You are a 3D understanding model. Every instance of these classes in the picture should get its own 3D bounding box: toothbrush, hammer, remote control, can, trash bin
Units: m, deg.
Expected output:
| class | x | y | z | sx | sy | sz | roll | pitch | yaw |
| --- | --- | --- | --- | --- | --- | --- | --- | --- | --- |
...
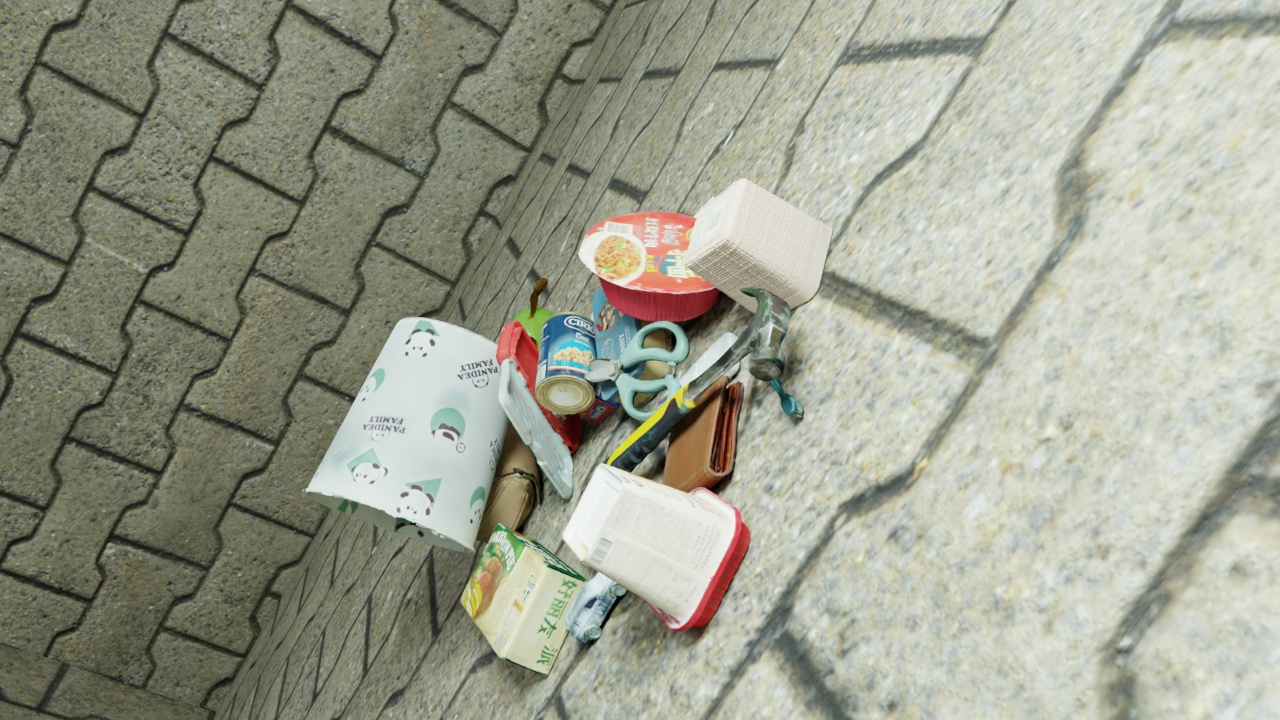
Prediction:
| class | x | y | z | sx | sy | sz | roll | pitch | yaw |
| --- | --- | --- | --- | --- | --- | --- | --- | --- | --- |
| toothbrush | 0.123 | 0.010 | 0.872 | 0.016 | 0.018 | 0.191 | -56 | 18 | 15 |
| hammer | 0.043 | 0.042 | 0.911 | 0.324 | 0.032 | 0.125 | -47 | 21 | 44 |
| remote control | 0.061 | 0.027 | 0.986 | 0.136 | 0.020 | 0.055 | -47 | 23 | 36 |
| can | -0.092 | 0.004 | 1.155 | 0.076 | 0.075 | 0.111 | -45 | 31 | 39 |
| trash bin | -0.278 | 0.096 | 1.199 | 0.230 | 0.229 | 0.251 | -21 | 46 | 61 |

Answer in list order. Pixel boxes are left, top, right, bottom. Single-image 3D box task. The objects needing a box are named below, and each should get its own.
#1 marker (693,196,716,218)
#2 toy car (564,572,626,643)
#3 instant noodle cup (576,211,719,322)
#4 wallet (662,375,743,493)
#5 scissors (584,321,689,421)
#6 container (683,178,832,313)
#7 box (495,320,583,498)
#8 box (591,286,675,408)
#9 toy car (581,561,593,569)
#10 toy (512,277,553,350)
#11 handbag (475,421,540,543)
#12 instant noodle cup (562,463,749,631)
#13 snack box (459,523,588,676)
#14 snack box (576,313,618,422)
| class | x | y | z | sx | sy | sz | roll | pitch | yaw |
| --- | --- | --- | --- | --- | --- | --- | --- | --- | --- |
| marker | 0.068 | -0.180 | 1.245 | 0.022 | 0.018 | 0.131 | -20 | -15 | -43 |
| toy car | -0.046 | 0.246 | 0.943 | 0.090 | 0.034 | 0.043 | -58 | 17 | 6 |
| instant noodle cup | 0.024 | -0.104 | 1.070 | 0.193 | 0.194 | 0.066 | -91 | 4 | -54 |
| wallet | 0.058 | 0.086 | 0.907 | 0.101 | 0.032 | 0.124 | -44 | 25 | 46 |
| scissors | -0.007 | -0.001 | 1.043 | 0.180 | 0.019 | 0.139 | 15 | 88 | 51 |
| container | 0.113 | -0.111 | 0.909 | 0.090 | 0.111 | 0.090 | -29 | 37 | 57 |
| box | -0.130 | 0.065 | 1.180 | 0.038 | 0.201 | 0.157 | -14 | 40 | 17 |
| box | -0.010 | -0.025 | 1.129 | 0.090 | 0.059 | 0.184 | -46 | 38 | 38 |
| toy car | -0.047 | 0.199 | 1.008 | 0.049 | 0.031 | 0.106 | -59 | 15 | -5 |
| toy | -0.164 | -0.007 | 1.409 | 0.247 | 0.090 | 0.226 | 106 | 166 | -59 |
| handbag | -0.203 | 0.167 | 1.328 | 0.148 | 0.099 | 0.204 | -53 | 31 | 23 |
| instant noodle cup | 0.010 | 0.153 | 0.793 | 0.116 | 0.124 | 0.116 | -62 | 20 | -3 |
| snack box | -0.145 | 0.278 | 1.098 | 0.114 | 0.063 | 0.240 | -65 | 20 | -9 |
| snack box | -0.045 | -0.019 | 1.257 | 0.058 | 0.057 | 0.207 | -41 | 29 | 49 |
